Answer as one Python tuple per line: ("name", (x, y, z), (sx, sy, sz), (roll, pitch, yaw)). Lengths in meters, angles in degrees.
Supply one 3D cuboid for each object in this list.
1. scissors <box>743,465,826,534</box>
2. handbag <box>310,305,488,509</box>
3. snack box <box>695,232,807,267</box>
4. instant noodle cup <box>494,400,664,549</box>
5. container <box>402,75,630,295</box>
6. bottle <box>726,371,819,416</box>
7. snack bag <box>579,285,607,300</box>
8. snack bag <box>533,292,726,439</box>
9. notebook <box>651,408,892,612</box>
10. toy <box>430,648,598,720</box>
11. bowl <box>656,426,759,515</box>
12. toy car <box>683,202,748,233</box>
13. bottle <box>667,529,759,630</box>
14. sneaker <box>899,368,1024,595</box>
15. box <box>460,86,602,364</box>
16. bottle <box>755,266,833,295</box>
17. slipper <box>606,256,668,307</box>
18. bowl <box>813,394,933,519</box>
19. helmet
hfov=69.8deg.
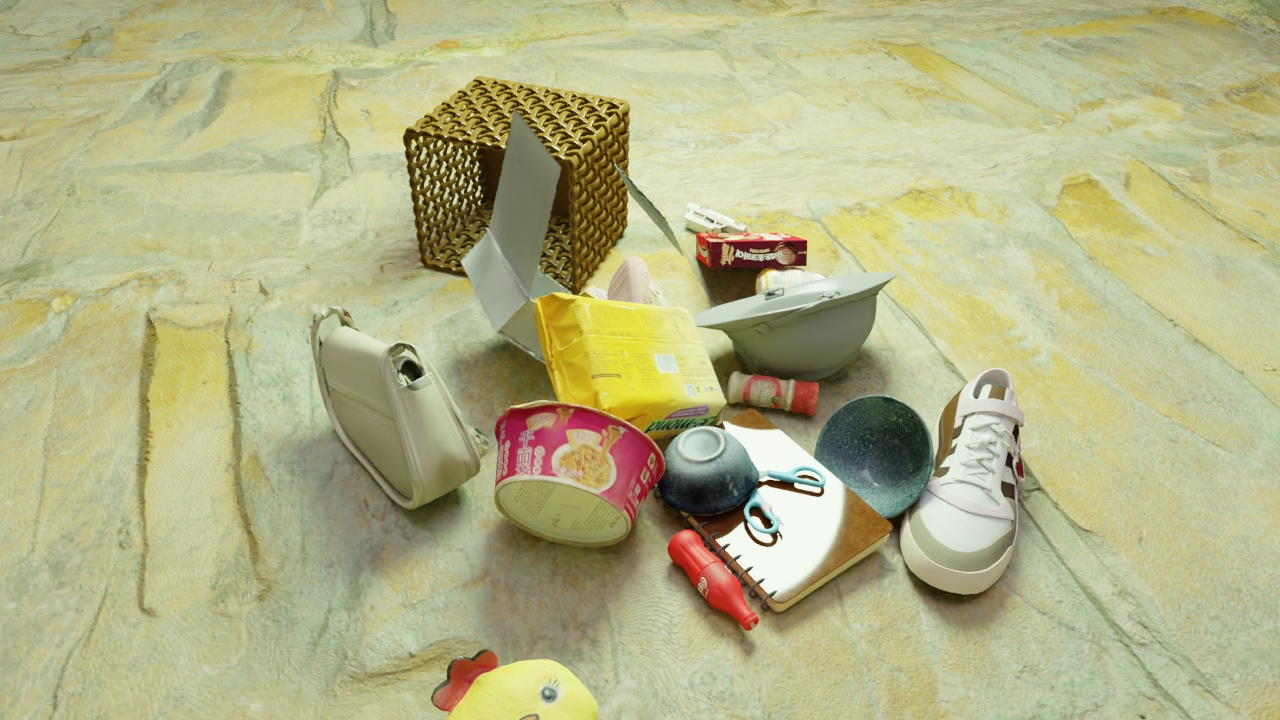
("scissors", (0.139, 0.128, 0.976), (0.129, 0.015, 0.135), (-12, 44, -11))
("handbag", (-0.258, 0.037, 1.008), (0.131, 0.184, 0.229), (-27, 30, -35))
("snack box", (0.156, -0.161, 1.324), (0.132, 0.036, 0.152), (-1, 12, -4))
("instant noodle cup", (-0.070, 0.122, 0.914), (0.179, 0.179, 0.077), (8, 55, 8))
("container", (-0.168, -0.258, 1.338), (0.252, 0.220, 0.213), (14, 40, 15))
("bottle", (0.161, 0.040, 1.117), (0.109, 0.044, 0.044), (8, 39, 9))
("snack bag", (-0.046, -0.078, 1.276), (0.026, 0.020, 0.099), (-28, 47, -34))
("snack bag", (-0.006, 0.006, 1.012), (0.246, 0.068, 0.159), (2, 64, -47))
("notebook", (0.127, 0.152, 0.976), (0.167, 0.024, 0.225), (-26, 46, -24))
("toy", (-0.079, 0.321, 0.718), (0.133, 0.092, 0.207), (-34, 60, -29))
("bowl", (0.067, 0.106, 0.964), (0.110, 0.055, 0.110), (-7, 39, 5))
("toy car", (0.117, -0.210, 1.439), (0.113, 0.039, 0.039), (30, 67, 30))
("bottle", (0.073, 0.215, 0.893), (0.036, 0.036, 0.119), (-21, 44, -26))
("sneaker", (0.357, 0.113, 0.969), (0.112, 0.117, 0.292), (18, 41, 19))
("box", (-0.113, -0.136, 1.089), (0.164, 0.331, 0.167), (-7, 39, -25))
("bottle", (0.217, -0.099, 1.278), (0.109, 0.063, 0.063), (0, 38, -4))
("slipper", (0.004, -0.052, 1.192), (0.081, 0.093, 0.196), (20, 45, -25))
("bowl", (0.263, 0.110, 1.002), (0.057, 0.137, 0.137), (21, 16, -48))
("helmet", (0.203, -0.030, 1.155), (0.271, 0.118, 0.183), (-16, 11, -14))
